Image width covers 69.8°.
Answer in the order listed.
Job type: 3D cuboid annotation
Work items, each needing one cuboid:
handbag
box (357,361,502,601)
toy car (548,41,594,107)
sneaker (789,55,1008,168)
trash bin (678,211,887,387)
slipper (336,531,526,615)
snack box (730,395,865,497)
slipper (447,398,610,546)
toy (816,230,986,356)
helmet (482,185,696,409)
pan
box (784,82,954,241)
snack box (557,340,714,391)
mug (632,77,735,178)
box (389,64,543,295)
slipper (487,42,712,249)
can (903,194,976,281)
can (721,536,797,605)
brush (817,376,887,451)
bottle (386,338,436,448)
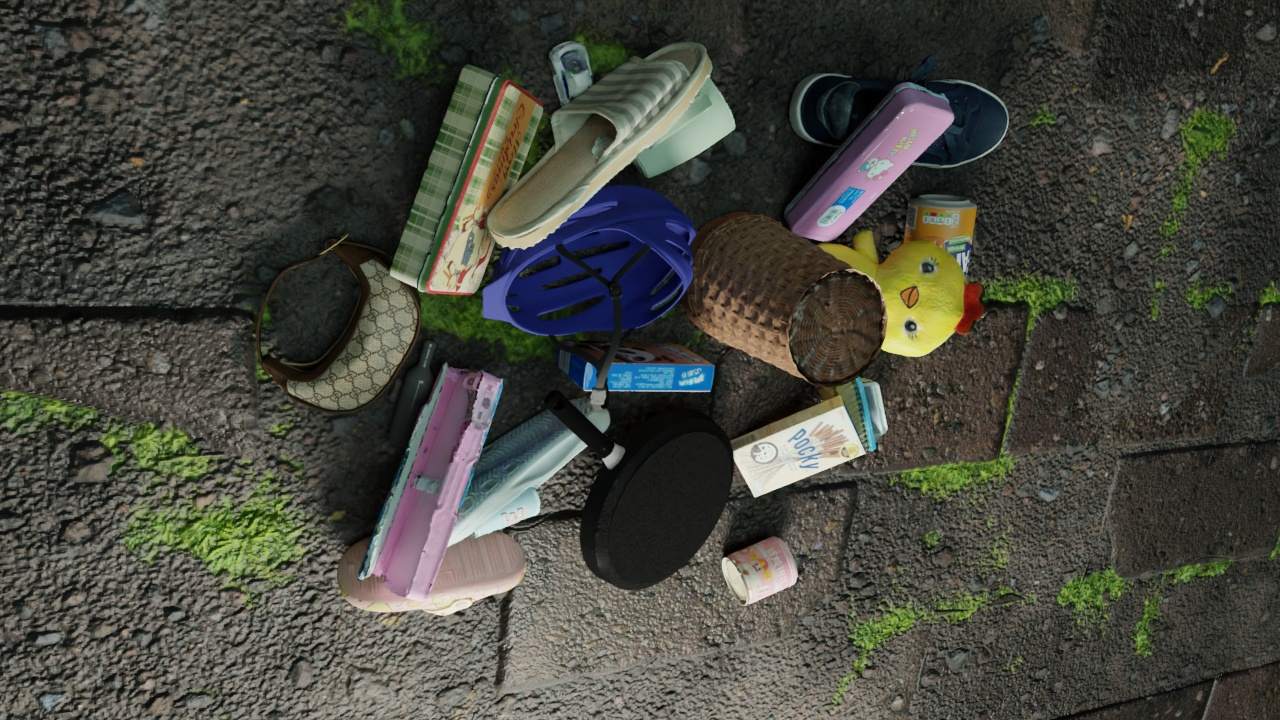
[{"bbox_3d":[-0.287,-0.037,0.876,0.138,0.063,0.166,31,93,-20],"label":"handbag"},{"bbox_3d":[-0.218,0.111,0.901,0.077,0.085,0.230,27,76,-39],"label":"box"},{"bbox_3d":[-0.062,-0.270,0.911,0.038,0.027,0.090,-25,117,-17],"label":"toy car"},{"bbox_3d":[0.322,-0.275,1.032,0.294,0.127,0.121,-2,110,-26],"label":"sneaker"},{"bbox_3d":[0.151,-0.069,0.975,0.151,0.210,0.151,-8,110,-23],"label":"trash bin"},{"bbox_3d":[-0.222,0.238,0.985,0.197,0.093,0.082,-2,129,-18],"label":"slipper"},{"bbox_3d":[0.192,0.107,1.127,0.150,0.026,0.082,-24,118,13],"label":"snack box"},{"bbox_3d":[-0.131,0.128,0.980,0.245,0.104,0.074,-35,115,-15],"label":"slipper"},{"bbox_3d":[0.289,-0.079,1.066,0.208,0.092,0.134,17,91,8],"label":"toy"},{"bbox_3d":[-0.029,-0.062,0.891,0.241,0.227,0.148,-14,144,-19],"label":"helmet"},{"bbox_3d":[-0.003,0.130,1.014,0.225,0.034,0.356,-52,138,-10],"label":"pan"},{"bbox_3d":[0.243,-0.211,0.998,0.076,0.036,0.215,5,145,-31],"label":"box"},{"bbox_3d":[-0.006,0.006,0.999,0.151,0.087,0.034,1,106,-25],"label":"snack box"},{"bbox_3d":[0.032,-0.238,0.918,0.104,0.111,0.084,-35,102,1],"label":"mug"},{"bbox_3d":[-0.159,-0.161,0.854,0.050,0.117,0.205,23,97,7],"label":"box"},{"bbox_3d":[-0.043,-0.210,0.859,0.272,0.114,0.054,-47,128,-10],"label":"slipper"},{"bbox_3d":[0.362,-0.128,1.125,0.079,0.079,0.142,-6,110,-23],"label":"can"},{"bbox_3d":[0.153,0.269,1.177,0.076,0.067,0.067,-19,115,-17],"label":"can"},{"bbox_3d":[0.268,0.049,1.160,0.075,0.055,0.136,-30,118,-23],"label":"brush"},{"bbox_3d":[-0.230,0.032,0.939,0.030,0.030,0.113,13,102,-28],"label":"bottle"}]
